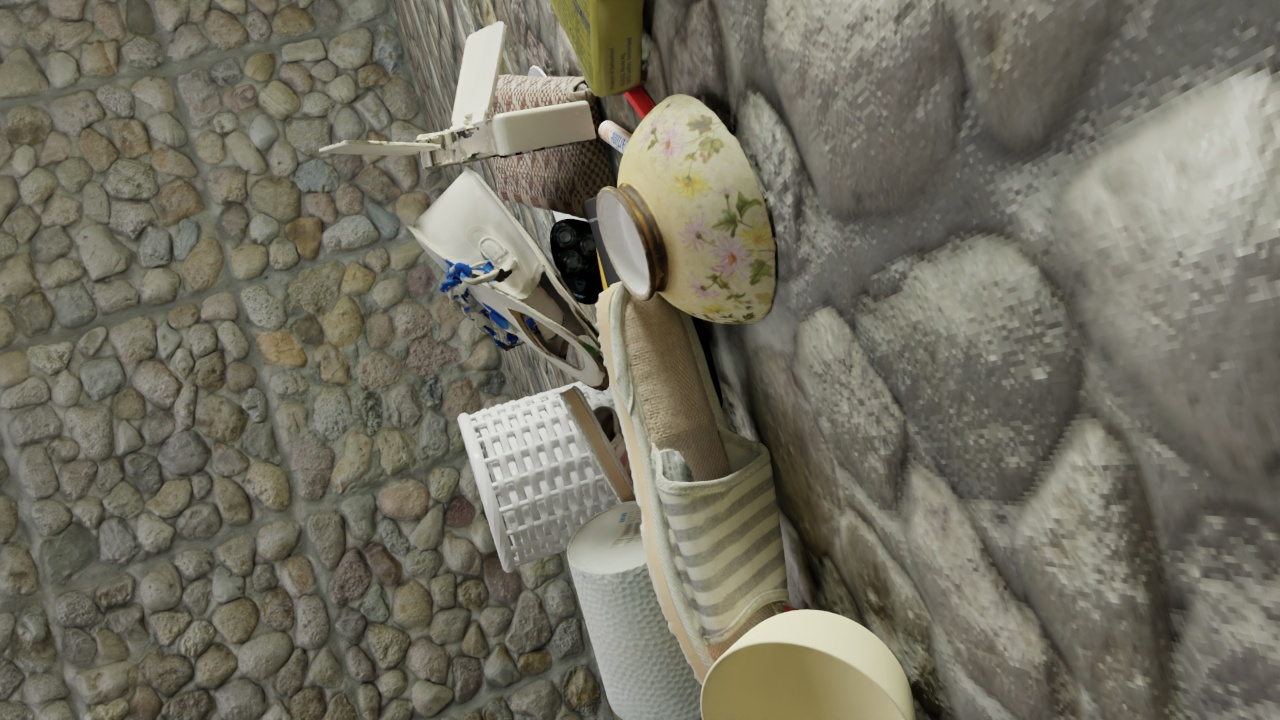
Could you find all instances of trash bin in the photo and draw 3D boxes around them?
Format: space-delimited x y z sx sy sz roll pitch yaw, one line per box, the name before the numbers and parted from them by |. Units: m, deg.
trash bin | 0.009 0.220 0.824 0.133 0.133 0.161 -134 24 -65

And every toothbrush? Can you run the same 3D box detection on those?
toothbrush | -0.008 -0.193 0.660 0.018 0.012 0.212 86 162 -46

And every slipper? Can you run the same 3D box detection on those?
slipper | 0.039 0.072 0.583 0.054 0.114 0.272 -22 80 36
slipper | 0.003 0.131 0.910 0.263 0.052 0.115 60 175 -20

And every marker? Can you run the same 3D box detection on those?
marker | -0.004 -0.157 0.681 0.145 0.017 0.017 -128 24 -59

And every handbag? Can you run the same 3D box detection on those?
handbag | -0.086 -0.199 0.846 0.186 0.046 0.124 23 130 49
handbag | -0.100 -0.049 0.780 0.199 0.093 0.201 45 176 20

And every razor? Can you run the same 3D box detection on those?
razor | -0.058 -0.088 0.892 0.141 0.053 0.063 90 -160 -66

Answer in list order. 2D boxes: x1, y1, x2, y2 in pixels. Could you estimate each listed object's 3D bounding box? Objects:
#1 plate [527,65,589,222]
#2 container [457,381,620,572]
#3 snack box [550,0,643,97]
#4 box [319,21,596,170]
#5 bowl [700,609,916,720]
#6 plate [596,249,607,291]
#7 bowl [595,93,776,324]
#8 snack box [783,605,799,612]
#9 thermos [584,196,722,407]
plate | -0.080 -0.202 0.960 0.209 0.015 0.208 163 90 -78
container | -0.096 0.127 1.070 0.189 0.186 0.189 163 91 -78
snack box | -0.030 -0.270 0.584 0.181 0.045 0.121 91 156 -63
box | -0.150 -0.204 0.724 0.144 0.183 0.099 4 110 49
bowl | 0.102 0.186 0.517 0.073 0.118 0.118 -40 -59 -56
plate | -0.005 0.005 0.789 0.230 0.021 0.230 18 -120 -90
bowl | 0.017 -0.080 0.553 0.145 0.063 0.145 58 163 30
snack box | 0.094 0.236 0.649 0.072 0.072 0.121 -119 16 -45
thermos | 0.019 -0.011 0.671 0.061 0.061 0.231 -163 56 -76
